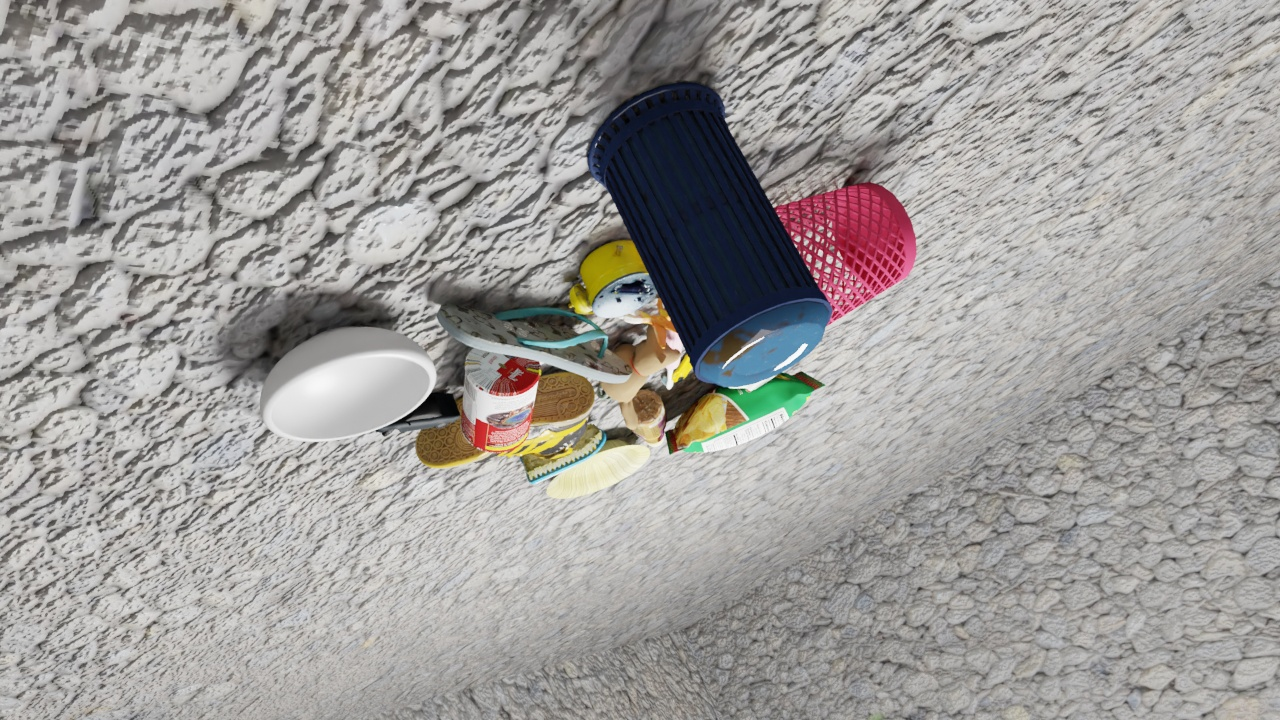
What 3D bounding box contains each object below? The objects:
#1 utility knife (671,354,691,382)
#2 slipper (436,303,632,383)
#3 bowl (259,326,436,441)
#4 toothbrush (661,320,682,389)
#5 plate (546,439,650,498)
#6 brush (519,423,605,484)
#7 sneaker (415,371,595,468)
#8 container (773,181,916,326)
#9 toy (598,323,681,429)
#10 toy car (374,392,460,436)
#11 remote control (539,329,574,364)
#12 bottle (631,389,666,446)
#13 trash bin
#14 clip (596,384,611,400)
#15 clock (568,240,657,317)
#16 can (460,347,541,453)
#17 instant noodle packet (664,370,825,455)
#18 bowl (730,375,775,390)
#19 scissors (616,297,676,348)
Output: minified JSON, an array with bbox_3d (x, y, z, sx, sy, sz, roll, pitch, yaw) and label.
[{"bbox_3d":[0.082,-0.017,1.325,0.030,0.018,0.192,-21,155,-31],"label":"utility knife"},{"bbox_3d":[-0.108,-0.035,1.035,0.268,0.098,0.055,14,112,-44],"label":"slipper"},{"bbox_3d":[-0.306,0.014,0.952,0.176,0.066,0.177,-20,156,-10],"label":"bowl"},{"bbox_3d":[0.043,-0.010,1.285,0.027,0.026,0.223,-38,161,-18],"label":"toothbrush"},{"bbox_3d":[-0.076,0.173,1.541,0.184,0.036,0.185,-20,156,-9],"label":"plate"},{"bbox_3d":[-0.116,0.142,1.415,0.136,0.055,0.075,-24,152,-2],"label":"brush"},{"bbox_3d":[-0.175,0.094,1.221,0.238,0.086,0.122,-17,158,-10],"label":"sneaker"},{"bbox_3d":[0.188,-0.109,1.055,0.225,0.183,0.184,-24,158,-20],"label":"container"},{"bbox_3d":[-0.007,0.007,1.200,0.108,0.134,0.105,-34,-164,18],"label":"toy"},{"bbox_3d":[-0.273,0.062,1.111,0.112,0.046,0.034,-5,152,-40],"label":"toy car"},{"bbox_3d":[-0.137,-0.004,1.142,0.131,0.012,0.033,-24,149,0],"label":"remote control"},{"bbox_3d":[0.014,0.098,1.442,0.059,0.059,0.166,-24,157,-2],"label":"bottle"},{"bbox_3d":[0.062,-0.107,0.818,0.139,0.249,0.139,-20,156,-10],"label":"trash bin"},{"bbox_3d":[-0.036,0.029,1.297,0.078,0.023,0.050,-34,153,16],"label":"clip"},{"bbox_3d":[-0.031,-0.082,1.024,0.083,0.057,0.119,-3,148,-41],"label":"clock"},{"bbox_3d":[-0.168,0.043,1.095,0.086,0.086,0.117,-13,144,-25],"label":"can"},{"bbox_3d":[0.157,0.079,1.455,0.253,0.090,0.195,-24,-175,2],"label":"instant noodle packet"},{"bbox_3d":[0.168,0.005,1.361,0.117,0.061,0.117,-30,166,-9],"label":"bowl"},{"bbox_3d":[0.017,-0.048,1.101,0.128,0.125,0.011,11,119,-9],"label":"scissors"}]
